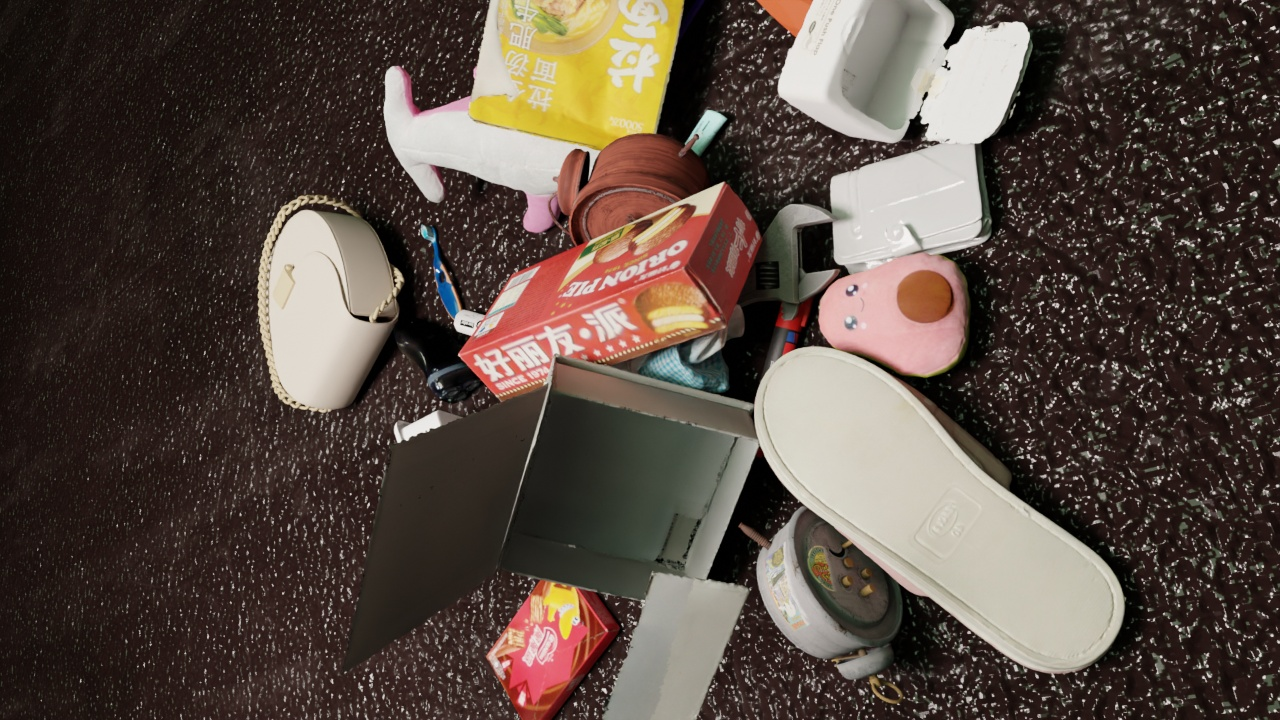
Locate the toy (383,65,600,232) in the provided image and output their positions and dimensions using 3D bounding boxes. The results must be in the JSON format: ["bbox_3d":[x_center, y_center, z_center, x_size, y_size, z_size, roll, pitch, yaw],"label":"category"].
[{"bbox_3d":[-0.119,-0.223,0.894,0.266,0.187,0.127,8,48,18],"label":"toy"}]

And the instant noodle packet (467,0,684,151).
[{"bbox_3d":[-0.049,-0.292,0.796,0.084,0.163,0.221,145,136,-74],"label":"instant noodle packet"}]

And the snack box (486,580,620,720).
[{"bbox_3d":[-0.082,0.258,0.837,0.089,0.021,0.133,47,111,35],"label":"snack box"}]

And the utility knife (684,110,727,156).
[{"bbox_3d":[0.034,-0.169,0.824,0.129,0.015,0.022,-53,57,23],"label":"utility knife"}]

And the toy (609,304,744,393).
[{"bbox_3d":[-0.004,0.004,0.753,0.206,0.131,0.105,-37,56,28],"label":"toy"}]

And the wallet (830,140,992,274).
[{"bbox_3d":[0.193,-0.114,0.672,0.116,0.032,0.086,-17,70,36],"label":"wallet"}]

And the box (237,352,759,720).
[{"bbox_3d":[-0.082,0.101,0.624,0.150,0.368,0.167,35,117,38],"label":"box"}]

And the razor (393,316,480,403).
[{"bbox_3d":[-0.222,-0.003,0.984,0.140,0.052,0.064,37,138,44],"label":"razor"}]

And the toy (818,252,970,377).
[{"bbox_3d":[0.179,-0.031,0.655,0.110,0.051,0.090,-3,79,40],"label":"toy"}]

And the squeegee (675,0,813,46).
[{"bbox_3d":[0.122,-0.300,0.746,0.184,0.055,0.250,55,128,22],"label":"squeegee"}]

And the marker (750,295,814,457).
[{"bbox_3d":[0.110,0.006,0.726,0.023,0.021,0.145,15,92,10],"label":"marker"}]

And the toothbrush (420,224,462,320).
[{"bbox_3d":[-0.220,-0.098,1.015,0.022,0.017,0.135,-39,60,30],"label":"toothbrush"}]

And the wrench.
[{"bbox_3d":[0.052,-0.050,0.764,0.274,0.018,0.083,-22,76,42],"label":"wrench"}]

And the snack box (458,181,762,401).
[{"bbox_3d":[-0.027,-0.049,0.723,0.237,0.060,0.112,-18,32,36],"label":"snack box"}]

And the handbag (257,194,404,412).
[{"bbox_3d":[-0.368,-0.065,1.087,0.211,0.103,0.208,-53,56,30],"label":"handbag"}]

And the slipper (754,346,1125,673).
[{"bbox_3d":[0.188,0.094,0.611,0.114,0.054,0.274,-45,67,-4],"label":"slipper"}]

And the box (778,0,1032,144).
[{"bbox_3d":[0.194,-0.205,0.642,0.137,0.124,0.109,39,108,55],"label":"box"}]

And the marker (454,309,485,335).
[{"bbox_3d":[-0.143,-0.029,0.935,0.126,0.025,0.025,15,92,40],"label":"marker"}]

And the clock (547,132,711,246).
[{"bbox_3d":[-0.009,-0.129,0.778,0.158,0.120,0.072,-8,51,27],"label":"clock"}]

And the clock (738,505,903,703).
[{"bbox_3d":[0.136,0.164,0.628,0.056,0.103,0.147,-43,63,37],"label":"clock"}]

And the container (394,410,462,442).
[{"bbox_3d":[-0.187,0.109,0.916,0.050,0.080,0.129,-35,61,17],"label":"container"}]
